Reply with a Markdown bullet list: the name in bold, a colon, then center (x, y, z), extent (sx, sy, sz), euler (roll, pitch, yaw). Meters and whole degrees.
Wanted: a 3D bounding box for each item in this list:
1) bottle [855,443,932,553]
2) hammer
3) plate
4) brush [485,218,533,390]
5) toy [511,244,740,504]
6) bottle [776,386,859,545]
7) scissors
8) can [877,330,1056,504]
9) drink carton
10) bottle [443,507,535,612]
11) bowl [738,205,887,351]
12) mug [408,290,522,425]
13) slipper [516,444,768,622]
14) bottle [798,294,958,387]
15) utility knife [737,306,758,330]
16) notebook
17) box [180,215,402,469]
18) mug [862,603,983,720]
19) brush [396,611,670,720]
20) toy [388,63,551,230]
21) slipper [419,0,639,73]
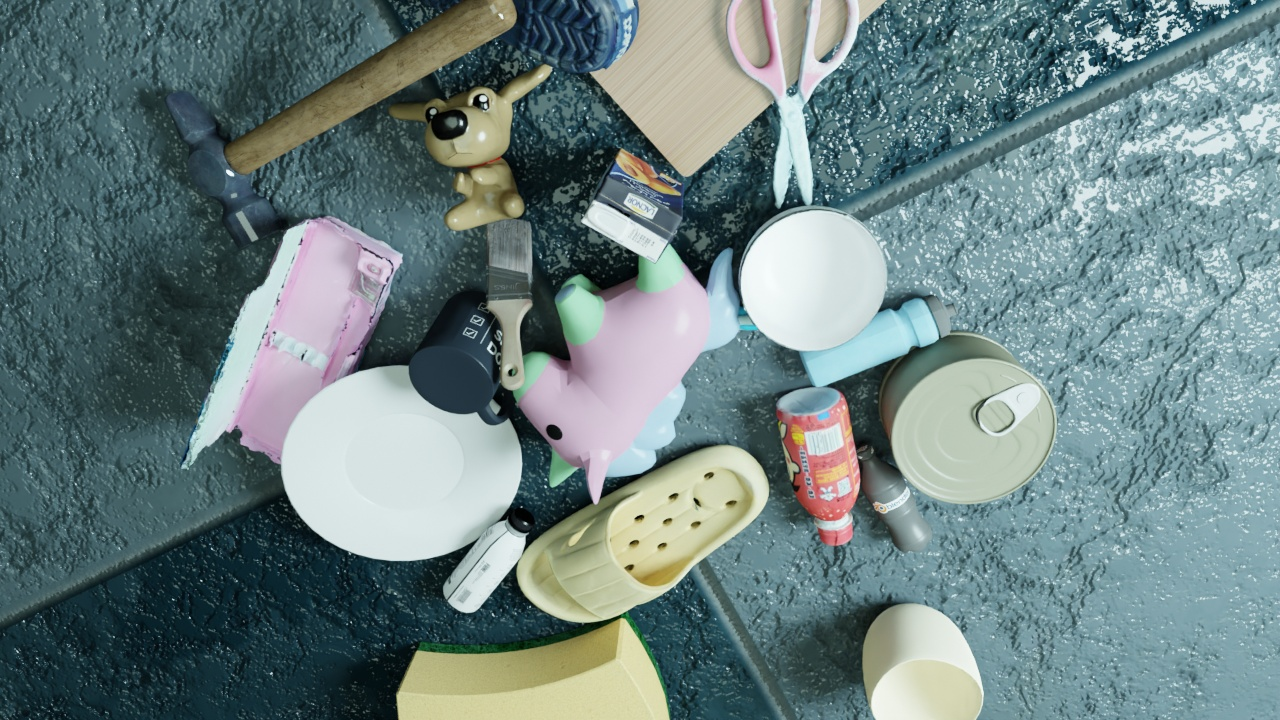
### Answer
- **bottle**: center (0.221, 0.121, 0.813), extent (0.036, 0.036, 0.110), euler (-28, 107, 14)
- **hammer**: center (-0.223, -0.194, 0.677), extent (0.323, 0.040, 0.129), euler (-18, 108, 28)
- **plate**: center (-0.213, 0.094, 0.827), extent (0.208, 0.015, 0.209), euler (-5, 119, -9)
- **brush**: center (-0.105, -0.049, 0.737), extent (0.039, 0.012, 0.151), euler (-2, 71, -1)
- **toy**: center (-0.004, 0.004, 0.750), extent (0.222, 0.120, 0.171), euler (-25, 103, 8)
- **bottle**: center (0.158, 0.095, 0.794), extent (0.062, 0.061, 0.137), euler (-11, 110, 8)
- **scissors**: center (0.129, -0.197, 0.687), extent (0.105, 0.016, 0.179), euler (-13, 111, 8)
- **can**: center (0.266, 0.045, 0.761), extent (0.128, 0.073, 0.128), euler (1, 111, 3)
- **drink carton**: center (-0.002, -0.118, 0.685), extent (0.064, 0.129, 0.040), euler (28, 110, -8)
- **bottle**: center (-0.139, 0.185, 0.861), extent (0.041, 0.041, 0.116), euler (35, 110, -10)
- **bowl**: center (0.134, -0.069, 0.730), extent (0.113, 0.063, 0.113), euler (1, 110, 3)
- **mug**: center (-0.136, 0.006, 0.765), extent (0.071, 0.077, 0.105), euler (-14, 123, 24)
- **slipper**: center (0.002, 0.173, 0.829), extent (0.262, 0.079, 0.111), euler (-35, 109, 15)
- **bottle**: center (0.198, -0.018, 0.758), extent (0.130, 0.040, 0.040), euler (-22, 108, 12)
- **utility knife**: center (0.121, -0.033, 0.772), extent (0.124, 0.015, 0.022), euler (2, 113, 0)
- **notebook**: center (0.056, -0.269, 0.680), extent (0.211, 0.022, 0.169), euler (-40, 104, 17)
- **box**: center (-0.290, 0.002, 0.765), extent (0.086, 0.105, 0.231), euler (27, 111, -6)
- **mug**: center (0.248, 0.286, 0.843), extent (0.096, 0.099, 0.120), euler (22, 113, -3)
- **brush**: center (-0.099, 0.365, 0.910), extent (0.250, 0.075, 0.195), euler (-11, 110, 8)
- **toy**: center (-0.124, -0.158, 0.701), extent (0.134, 0.105, 0.108), euler (-11, 99, 12)
- **slipper**: center (-0.101, -0.295, 0.647), extent (0.253, 0.095, 0.105), euler (38, 148, 8)
